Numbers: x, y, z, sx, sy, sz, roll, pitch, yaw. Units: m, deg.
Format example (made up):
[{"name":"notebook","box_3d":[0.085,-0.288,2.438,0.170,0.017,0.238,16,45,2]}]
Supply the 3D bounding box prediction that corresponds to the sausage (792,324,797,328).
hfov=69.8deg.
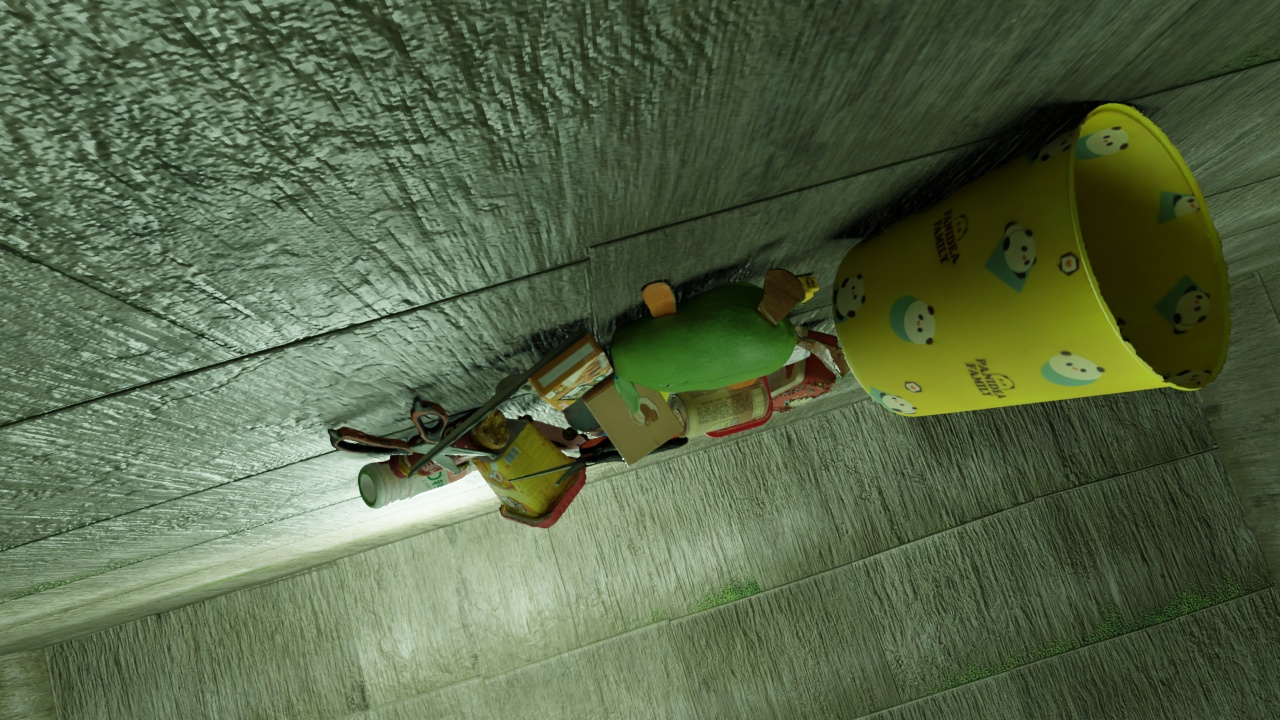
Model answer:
[{"name":"sausage","box_3d":[0.131,-0.020,1.226,0.165,0.021,0.021,-20,170,17]}]

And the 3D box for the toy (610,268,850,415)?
[{"name":"toy","box_3d":[0.071,-0.020,0.905,0.247,0.089,0.227,-11,145,29]}]

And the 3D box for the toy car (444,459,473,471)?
[{"name":"toy car","box_3d":[-0.226,0.115,1.279,0.120,0.053,0.045,-12,-149,-13]}]

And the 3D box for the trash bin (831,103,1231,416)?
[{"name":"trash bin","box_3d":[0.325,-0.061,0.801,0.229,0.229,0.256,-9,172,-37]}]

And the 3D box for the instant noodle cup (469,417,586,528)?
[{"name":"instant noodle cup","box_3d":[-0.156,0.146,1.231,0.116,0.124,0.115,3,-132,50]}]

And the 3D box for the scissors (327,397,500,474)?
[{"name":"scissors","box_3d":[-0.263,0.097,1.085,0.189,0.015,0.228,-7,151,-11]}]

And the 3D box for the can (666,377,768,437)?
[{"name":"can","box_3d":[0.095,0.055,1.124,0.116,0.058,0.059,-13,169,-23]}]

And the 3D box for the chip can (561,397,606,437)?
[{"name":"chip can","box_3d":[-0.055,0.075,1.288,0.071,0.071,0.215,-18,169,4]}]

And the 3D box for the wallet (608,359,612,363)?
[{"name":"wallet","box_3d":[-0.007,0.007,1.159,0.097,0.019,0.121,-19,171,9]}]

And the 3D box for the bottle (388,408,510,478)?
[{"name":"bottle","box_3d":[-0.253,0.112,1.198,0.175,0.057,0.057,-22,169,27]}]

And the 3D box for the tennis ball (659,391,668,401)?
[{"name":"tennis ball","box_3d":[0.006,0.048,1.259,0.065,0.065,0.065,-16,170,-3]}]

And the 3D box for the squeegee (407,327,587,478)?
[{"name":"squeegee","box_3d":[-0.124,0.031,1.040,0.247,0.039,0.246,-38,171,13]}]

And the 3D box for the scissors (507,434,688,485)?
[{"name":"scissors","box_3d":[-0.049,0.121,1.135,0.221,0.022,0.233,-11,-175,1]}]

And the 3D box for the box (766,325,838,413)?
[{"name":"box","box_3d":[0.226,0.020,1.341,0.079,0.091,0.169,13,160,-16]}]

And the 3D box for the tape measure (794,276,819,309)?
[{"name":"tape measure","box_3d":[0.161,-0.069,0.995,0.057,0.029,0.060,-12,168,-23]}]

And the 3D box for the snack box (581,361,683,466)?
[{"name":"snack box","box_3d":[-0.013,0.054,1.058,0.077,0.093,0.094,-34,-167,-2]}]

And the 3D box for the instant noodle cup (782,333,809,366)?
[{"name":"instant noodle cup","box_3d":[0.121,-0.011,1.152,0.173,0.060,0.138,-17,170,9]}]

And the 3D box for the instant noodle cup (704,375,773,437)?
[{"name":"instant noodle cup","box_3d":[0.116,0.046,1.336,0.116,0.116,0.124,-14,-178,-15]}]

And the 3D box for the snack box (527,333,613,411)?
[{"name":"snack box","box_3d":[-0.069,0.015,0.946,0.075,0.026,0.154,-36,172,-3]}]

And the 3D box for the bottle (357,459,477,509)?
[{"name":"bottle","box_3d":[-0.318,0.166,1.367,0.196,0.068,0.068,-12,169,-43]}]

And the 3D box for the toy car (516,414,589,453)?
[{"name":"toy car","box_3d":[-0.123,0.107,1.298,0.122,0.037,0.056,15,168,21]}]
